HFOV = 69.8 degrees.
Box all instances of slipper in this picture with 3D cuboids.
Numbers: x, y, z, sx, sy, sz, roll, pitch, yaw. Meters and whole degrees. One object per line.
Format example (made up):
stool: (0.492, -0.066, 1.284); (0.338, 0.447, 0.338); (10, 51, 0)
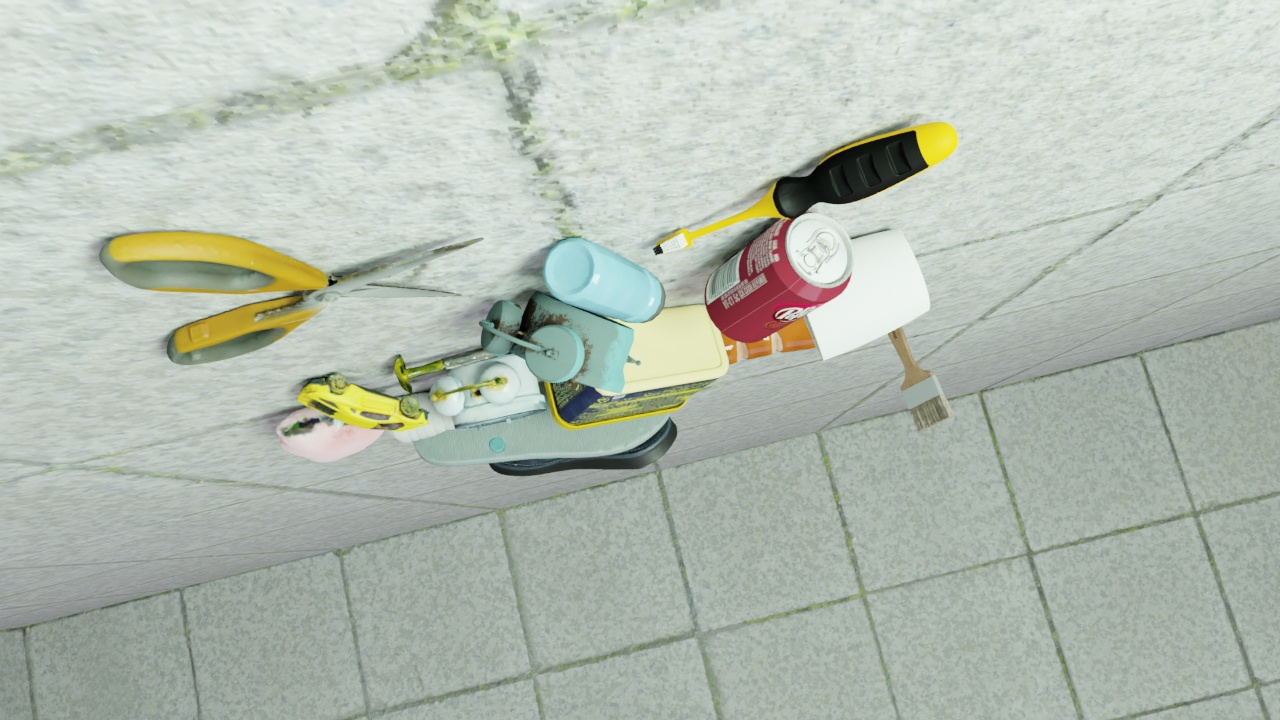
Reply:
slipper: (-0.090, 0.064, 0.919); (0.268, 0.098, 0.055); (-11, 155, -7)
slipper: (-0.085, 0.073, 1.080); (0.266, 0.083, 0.108); (-6, -145, 37)

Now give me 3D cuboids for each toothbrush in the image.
toothbrush: (0.087, -0.095, 0.533); (0.197, 0.031, 0.030); (-17, -165, 37)

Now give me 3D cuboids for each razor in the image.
razor: (-0.145, -0.001, 0.743); (0.105, 0.026, 0.042); (-16, 168, -13)

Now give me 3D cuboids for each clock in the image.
clock: (-0.056, -0.013, 0.622); (0.090, 0.053, 0.124); (23, -176, 35)
clock: (-0.130, 0.029, 0.790); (0.083, 0.057, 0.117); (-14, 175, 15)

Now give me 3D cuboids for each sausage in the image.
sausage: (0.099, -0.016, 0.906); (0.164, 0.044, 0.039); (-14, 129, -1)

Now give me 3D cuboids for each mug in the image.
mug: (0.167, -0.059, 0.720); (0.088, 0.081, 0.114); (-22, -160, 9)

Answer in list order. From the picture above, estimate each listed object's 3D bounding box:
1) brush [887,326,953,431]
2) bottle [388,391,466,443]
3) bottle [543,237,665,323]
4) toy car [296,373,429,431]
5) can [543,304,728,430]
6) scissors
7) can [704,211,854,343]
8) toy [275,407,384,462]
brush: (0.274, 0.000, 0.942); (0.008, 0.143, 0.045); (-8, 159, -37)
bottle: (-0.171, 0.044, 0.873); (0.136, 0.044, 0.044); (-13, 169, -6)
bottle: (-0.018, -0.048, 0.600); (0.040, 0.040, 0.130); (-18, 169, 19)
toy car: (-0.223, 0.038, 0.747); (0.106, 0.030, 0.049); (19, 155, -27)
can: (-0.005, 0.005, 0.806); (0.135, 0.075, 0.105); (-9, 166, -25)
scissors: (-0.199, -0.034, 0.508); (0.230, 0.016, 0.224); (-21, 168, 32)
can: (0.094, -0.056, 0.639); (0.063, 0.063, 0.114); (-9, 168, -25)
toy: (-0.276, 0.064, 0.827); (0.102, 0.050, 0.093); (-12, 167, -29)
